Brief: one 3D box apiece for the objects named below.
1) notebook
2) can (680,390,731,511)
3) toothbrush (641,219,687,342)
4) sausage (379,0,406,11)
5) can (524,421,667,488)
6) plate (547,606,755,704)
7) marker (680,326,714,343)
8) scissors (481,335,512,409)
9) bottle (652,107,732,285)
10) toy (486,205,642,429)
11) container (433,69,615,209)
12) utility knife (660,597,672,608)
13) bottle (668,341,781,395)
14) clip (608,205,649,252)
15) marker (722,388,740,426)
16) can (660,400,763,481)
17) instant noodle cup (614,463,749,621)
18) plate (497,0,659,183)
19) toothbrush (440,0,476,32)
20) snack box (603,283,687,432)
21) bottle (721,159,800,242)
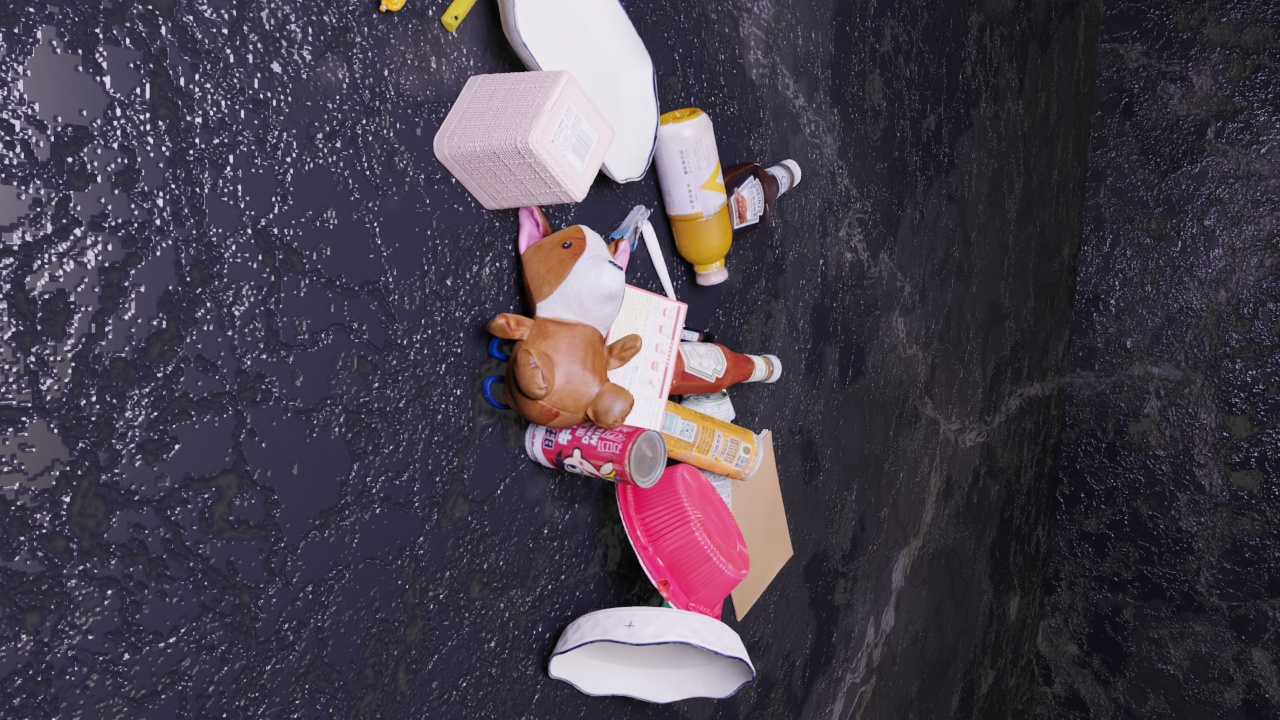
[{"bbox_3d":[0.149,0.219,1.221,0.149,0.012,0.212,-39,125,-41],"label":"notebook"},{"bbox_3d":[0.077,0.110,1.072,0.058,0.058,0.147,-17,108,-50],"label":"can"},{"bbox_3d":[0.034,-0.080,1.021,0.016,0.016,0.180,-52,132,-37],"label":"toothbrush"},{"bbox_3d":[-0.163,-0.333,0.723,0.021,0.021,0.164,49,59,-44],"label":"sausage"},{"bbox_3d":[-0.044,0.081,0.852,0.053,0.133,0.053,-11,104,-51],"label":"can"},{"bbox_3d":[0.011,0.296,0.919,0.205,0.205,0.045,46,37,-45],"label":"plate"},{"bbox_3d":[0.038,-0.032,1.020,0.123,0.015,0.018,10,102,-43],"label":"marker"},{"bbox_3d":[-0.087,0.006,0.884,0.173,0.012,0.125,-29,118,-48],"label":"scissors"},{"bbox_3d":[0.059,-0.174,0.996,0.067,0.068,0.190,-40,126,-41],"label":"bottle"},{"bbox_3d":[-0.061,-0.042,0.817,0.140,0.131,0.199,26,54,-32],"label":"toy"},{"bbox_3d":[-0.093,-0.184,0.764,0.090,0.111,0.090,46,60,-45],"label":"container"},{"bbox_3d":[0.027,0.315,1.080,0.029,0.013,0.151,23,76,-54],"label":"utility knife"},{"bbox_3d":[0.087,0.009,1.049,0.205,0.060,0.060,1,95,-45],"label":"bottle"},{"bbox_3d":[-0.008,-0.139,0.952,0.045,0.027,0.058,48,55,-36],"label":"clip"},{"bbox_3d":[0.098,0.047,1.122,0.022,0.018,0.131,-55,135,-33],"label":"marker"},{"bbox_3d":[0.059,0.084,0.996,0.146,0.058,0.058,21,77,-22],"label":"can"},{"bbox_3d":[0.054,0.179,0.962,0.194,0.066,0.193,51,16,-20],"label":"instant noodle cup"},{"bbox_3d":[-0.055,-0.278,0.834,0.266,0.034,0.161,48,48,-51],"label":"plate"},{"bbox_3d":[-0.116,-0.349,0.784,0.016,0.017,0.189,52,56,-43],"label":"toothbrush"},{"bbox_3d":[-0.006,0.005,0.933,0.077,0.027,0.155,17,74,-14],"label":"snack box"},{"bbox_3d":[0.134,-0.202,1.109,0.194,0.044,0.080,-34,122,-45],"label":"bottle"}]
